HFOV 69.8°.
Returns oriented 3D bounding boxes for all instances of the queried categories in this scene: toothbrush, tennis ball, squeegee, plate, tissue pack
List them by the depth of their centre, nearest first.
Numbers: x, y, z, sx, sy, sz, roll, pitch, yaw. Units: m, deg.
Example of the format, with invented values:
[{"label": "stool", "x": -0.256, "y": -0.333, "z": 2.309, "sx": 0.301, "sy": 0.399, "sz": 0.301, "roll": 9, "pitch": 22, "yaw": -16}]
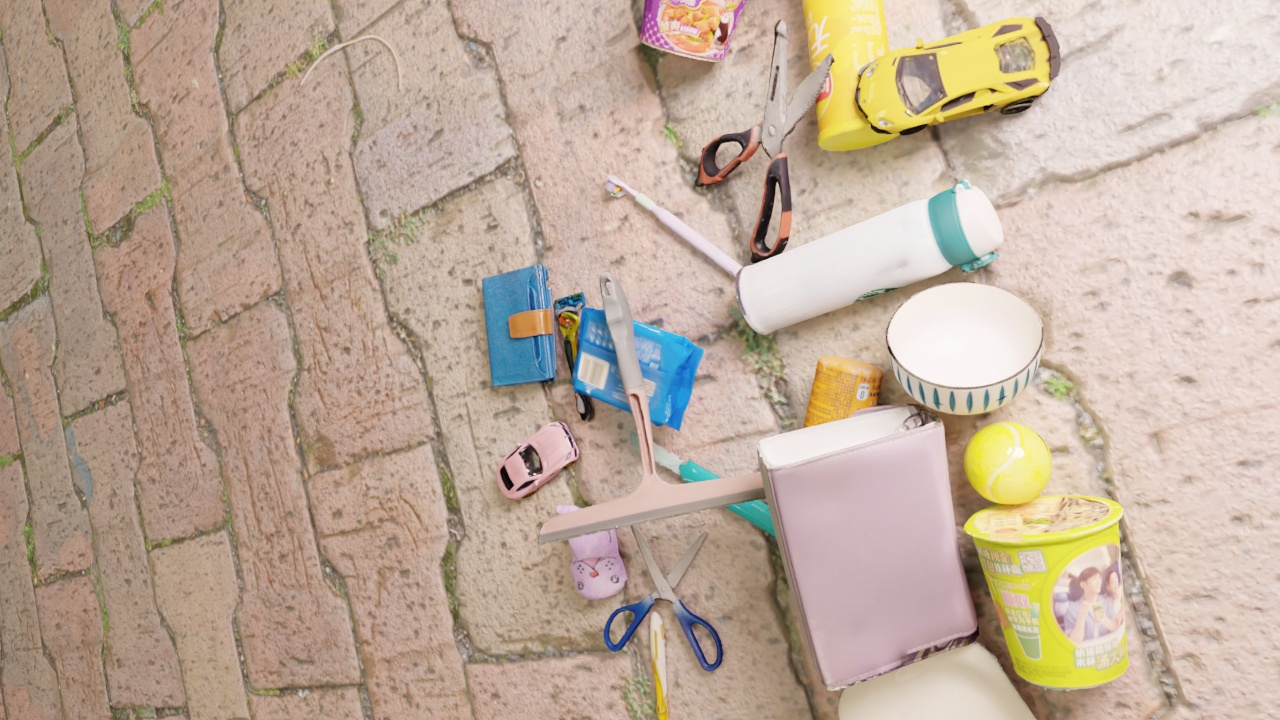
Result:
[{"label": "tennis ball", "x": 0.291, "y": 0.081, "z": 0.729, "sx": 0.066, "sy": 0.065, "sz": 0.065, "roll": 2, "pitch": 93, "yaw": 36}, {"label": "plate", "x": 0.265, "y": 0.327, "z": 0.778, "sx": 0.164, "sy": 0.034, "sz": 0.164, "roll": -37, "pitch": 71, "yaw": 31}, {"label": "squeegee", "x": -0.006, "y": 0.034, "z": 0.896, "sx": 0.248, "sy": 0.040, "sz": 0.249, "roll": -15, "pitch": 80, "yaw": 20}, {"label": "toothbrush", "x": 0.033, "y": -0.137, "z": 0.936, "sx": 0.021, "sy": 0.029, "sz": 0.189, "roll": -44, "pitch": 62, "yaw": -13}, {"label": "tissue pack", "x": -0.006, "y": 0.006, "z": 0.950, "sx": 0.157, "sy": 0.052, "sz": 0.095, "roll": 21, "pitch": 106, "yaw": 33}, {"label": "toothbrush", "x": 0.020, "y": 0.362, "z": 0.967, "sx": 0.016, "sy": 0.018, "sz": 0.191, "roll": -4, "pitch": 90, "yaw": 34}]

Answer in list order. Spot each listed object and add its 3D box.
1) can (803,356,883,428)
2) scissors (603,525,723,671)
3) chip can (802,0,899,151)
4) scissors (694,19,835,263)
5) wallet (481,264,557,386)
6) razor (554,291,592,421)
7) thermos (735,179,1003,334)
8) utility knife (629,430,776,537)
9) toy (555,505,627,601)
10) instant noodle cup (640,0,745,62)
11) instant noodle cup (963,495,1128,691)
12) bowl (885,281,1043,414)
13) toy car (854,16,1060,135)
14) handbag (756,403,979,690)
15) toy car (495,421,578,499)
[{"label": "can", "x": 0.173, "y": 0.072, "z": 0.819, "sx": 0.058, "sy": 0.058, "sz": 0.146, "roll": 17, "pitch": 102, "yaw": 34}, {"label": "scissors", "x": 0.027, "y": 0.250, "z": 0.951, "sx": 0.162, "sy": 0.012, "sz": 0.173, "roll": 41, "pitch": 106, "yaw": 21}, {"label": "chip can", "x": 0.176, "y": -0.294, "z": 0.792, "sx": 0.072, "sy": 0.072, "sz": 0.213, "roll": -9, "pitch": 87, "yaw": 36}, {"label": "scissors", "x": 0.113, "y": -0.190, "z": 0.835, "sx": 0.227, "sy": 0.015, "sz": 0.189, "roll": -14, "pitch": 95, "yaw": 58}, {"label": "wallet", "x": -0.140, "y": -0.038, "z": 1.057, "sx": 0.107, "sy": 0.040, "sz": 0.133, "roll": -7, "pitch": 88, "yaw": 40}, {"label": "razor", "x": -0.073, "y": -0.003, "z": 1.018, "sx": 0.043, "sy": 0.022, "sz": 0.142, "roll": -12, "pitch": 85, "yaw": 38}, {"label": "thermos", "x": 0.194, "y": -0.084, "z": 0.793, "sx": 0.225, "sy": 0.073, "sz": 0.073, "roll": -19, "pitch": 81, "yaw": 35}, {"label": "utility knife", "x": 0.074, "y": 0.124, "z": 0.921, "sx": 0.223, "sy": 0.013, "sz": 0.029, "roll": 28, "pitch": 110, "yaw": 30}, {"label": "toy", "x": -0.046, "y": 0.207, "z": 0.998, "sx": 0.084, "sy": 0.039, "sz": 0.108, "roll": -8, "pitch": 85, "yaw": 15}, {"label": "instant noodle cup", "x": 0.051, "y": -0.340, "z": 0.866, "sx": 0.112, "sy": 0.111, "sz": 0.099, "roll": 28, "pitch": 117, "yaw": 32}, {"label": "instant noodle cup", "x": 0.315, "y": 0.177, "z": 0.697, "sx": 0.112, "sy": 0.111, "sz": 0.123, "roll": -10, "pitch": 93, "yaw": 36}, {"label": "bowl", "x": 0.258, "y": -0.001, "z": 0.736, "sx": 0.116, "sy": 0.116, "sz": 0.066, "roll": 21, "pitch": 148, "yaw": 34}, {"label": "toy car", "x": 0.250, "y": -0.224, "z": 0.730, "sx": 0.156, "sy": 0.041, "sz": 0.071, "roll": -13, "pitch": 87, "yaw": 6}, {"label": "handbag", "x": 0.187, "y": 0.147, "z": 0.753, "sx": 0.145, "sy": 0.098, "sz": 0.197, "roll": -14, "pitch": 101, "yaw": 5}, {"label": "toy car", "x": -0.122, "y": 0.116, "z": 1.050, "sx": 0.123, "sy": 0.037, "sz": 0.056, "roll": -38, "pitch": 72, "yaw": 30}]
